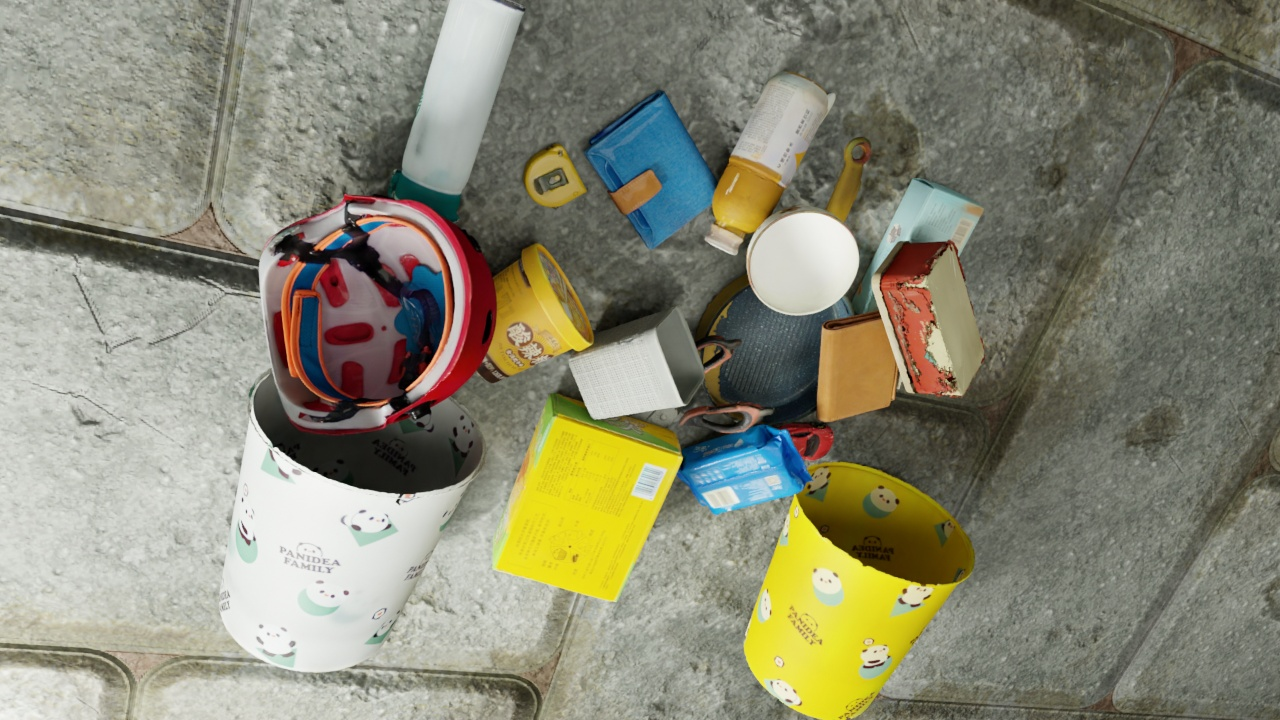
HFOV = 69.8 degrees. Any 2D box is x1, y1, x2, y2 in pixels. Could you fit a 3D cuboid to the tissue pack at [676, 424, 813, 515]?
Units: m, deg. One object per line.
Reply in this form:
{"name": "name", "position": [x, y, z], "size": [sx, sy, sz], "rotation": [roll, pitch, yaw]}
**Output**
{"name": "tissue pack", "position": [0.123, 0.130, 1.110], "size": [0.157, 0.052, 0.095], "rotation": [-19, 123, 26]}

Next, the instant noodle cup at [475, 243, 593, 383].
{"name": "instant noodle cup", "position": [-0.126, -0.043, 0.946], "size": [0.114, 0.118, 0.118], "rotation": [-28, 120, 7]}

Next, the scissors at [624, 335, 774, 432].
{"name": "scissors", "position": [0.047, 0.053, 1.061], "size": [0.227, 0.015, 0.189], "rotation": [2, 121, 1]}

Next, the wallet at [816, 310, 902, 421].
{"name": "wallet", "position": [0.258, 0.005, 1.071], "size": [0.107, 0.031, 0.132], "rotation": [-13, 126, -12]}

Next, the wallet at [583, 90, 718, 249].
{"name": "wallet", "position": [0.014, -0.196, 0.954], "size": [0.106, 0.040, 0.133], "rotation": [-37, 119, -2]}

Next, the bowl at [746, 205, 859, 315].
{"name": "bowl", "position": [0.163, -0.111, 0.949], "size": [0.113, 0.062, 0.114], "rotation": [0, 119, -1]}

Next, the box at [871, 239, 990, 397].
{"name": "box", "position": [0.327, -0.044, 1.012], "size": [0.091, 0.080, 0.168], "rotation": [-48, 125, -32]}

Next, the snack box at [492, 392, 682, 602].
{"name": "snack box", "position": [-0.065, 0.159, 1.052], "size": [0.157, 0.070, 0.210], "rotation": [18, 109, -13]}

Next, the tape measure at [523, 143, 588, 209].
{"name": "tape measure", "position": [-0.089, -0.184, 0.932], "size": [0.057, 0.029, 0.060], "rotation": [-29, 119, 0]}

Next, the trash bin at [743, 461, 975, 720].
{"name": "trash bin", "position": [0.260, 0.298, 1.166], "size": [0.229, 0.229, 0.256], "rotation": [8, 117, -20]}

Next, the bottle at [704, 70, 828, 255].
{"name": "bottle", "position": [0.126, -0.201, 0.950], "size": [0.068, 0.068, 0.189], "rotation": [24, 97, -25]}

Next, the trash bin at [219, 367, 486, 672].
{"name": "trash bin", "position": [-0.306, 0.161, 0.936], "size": [0.229, 0.229, 0.252], "rotation": [15, 115, -22]}

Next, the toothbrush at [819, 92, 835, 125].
{"name": "toothbrush", "position": [0.153, -0.208, 0.997], "size": [0.016, 0.018, 0.191], "rotation": [29, 104, -28]}

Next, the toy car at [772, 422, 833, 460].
{"name": "toy car", "position": [0.196, 0.103, 1.155], "size": [0.106, 0.031, 0.049], "rotation": [2, 115, -19]}

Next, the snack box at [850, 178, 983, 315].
{"name": "snack box", "position": [0.319, -0.118, 1.070], "size": [0.074, 0.051, 0.175], "rotation": [16, 110, -21]}

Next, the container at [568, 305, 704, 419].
{"name": "container", "position": [-0.006, 0.006, 0.990], "size": [0.114, 0.090, 0.090], "rotation": [-14, 106, 25]}

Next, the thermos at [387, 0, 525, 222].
{"name": "thermos", "position": [-0.178, -0.235, 0.862], "size": [0.073, 0.073, 0.224], "rotation": [15, 110, -22]}

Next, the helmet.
{"name": "helmet", "position": [-0.222, -0.044, 0.852], "size": [0.240, 0.143, 0.207], "rotation": [-15, 86, 22]}

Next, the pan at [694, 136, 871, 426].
{"name": "pan", "position": [0.180, -0.081, 1.033], "size": [0.197, 0.078, 0.358], "rotation": [6, 113, -19]}
